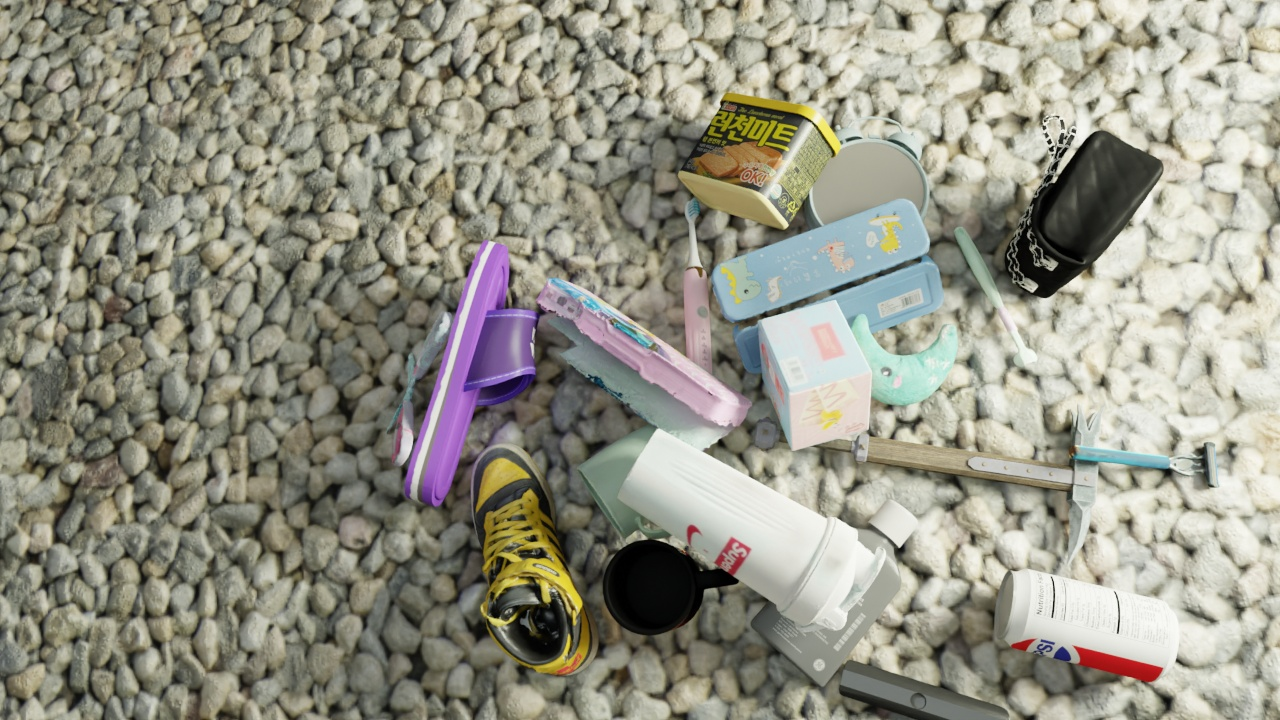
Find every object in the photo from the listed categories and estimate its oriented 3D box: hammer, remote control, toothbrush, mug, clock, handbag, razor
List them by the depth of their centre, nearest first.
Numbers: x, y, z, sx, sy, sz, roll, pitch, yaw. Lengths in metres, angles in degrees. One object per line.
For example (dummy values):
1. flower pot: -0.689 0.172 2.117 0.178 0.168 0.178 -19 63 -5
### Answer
1. remote control: 0.254 0.307 0.826 0.147 0.015 0.033 14 79 12
2. razor: 0.456 0.090 0.834 0.144 0.022 0.042 6 75 -7
3. mug: 0.032 0.206 0.844 0.118 0.098 0.081 -10 75 6
4. handbag: 0.382 -0.136 0.846 0.115 0.153 0.125 35 88 12
5. hammer: 0.264 0.096 0.871 0.317 0.028 0.147 8 77 11
6. mug: 0.012 0.117 0.872 0.104 0.084 0.111 -33 51 -10
7. toothbrush: 0.347 -0.065 0.904 0.022 0.015 0.154 -21 73 2
8. clock: 0.231 -0.175 0.934 0.122 0.045 0.159 8 79 10
9. toothbrush: 0.057 -0.062 0.943 0.027 0.027 0.222 7 74 -32

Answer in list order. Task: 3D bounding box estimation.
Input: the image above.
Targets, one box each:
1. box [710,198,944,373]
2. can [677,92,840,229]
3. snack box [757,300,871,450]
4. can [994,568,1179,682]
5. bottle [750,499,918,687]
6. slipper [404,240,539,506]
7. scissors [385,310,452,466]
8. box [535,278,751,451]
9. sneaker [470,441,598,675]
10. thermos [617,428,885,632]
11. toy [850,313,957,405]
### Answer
1. box: 0.181 -0.069 0.888 0.209 0.043 0.125 -20 104 6
2. can: 0.116 -0.201 0.924 0.131 0.072 0.101 27 83 44
3. snack box: 0.162 0.014 0.856 0.079 0.095 0.093 -15 50 -1
4. can: 0.384 0.228 0.797 0.132 0.070 0.070 12 78 12
5. bottle: 0.188 0.205 0.846 0.084 0.046 0.173 40 85 16
6. slipper: -0.150 0.021 0.918 0.084 0.107 0.266 16 79 2
7. scissors: -0.223 0.026 0.914 0.013 0.170 0.177 20 116 -21
8. box: -0.006 0.007 0.891 0.230 0.084 0.071 35 98 25
9. sneaker: -0.114 0.182 0.861 0.086 0.122 0.238 -25 75 0
10. thermos: 0.091 0.146 0.794 0.220 0.099 0.099 30 82 8
11. toy: 0.250 0.001 0.884 0.105 0.033 0.085 7 96 0
